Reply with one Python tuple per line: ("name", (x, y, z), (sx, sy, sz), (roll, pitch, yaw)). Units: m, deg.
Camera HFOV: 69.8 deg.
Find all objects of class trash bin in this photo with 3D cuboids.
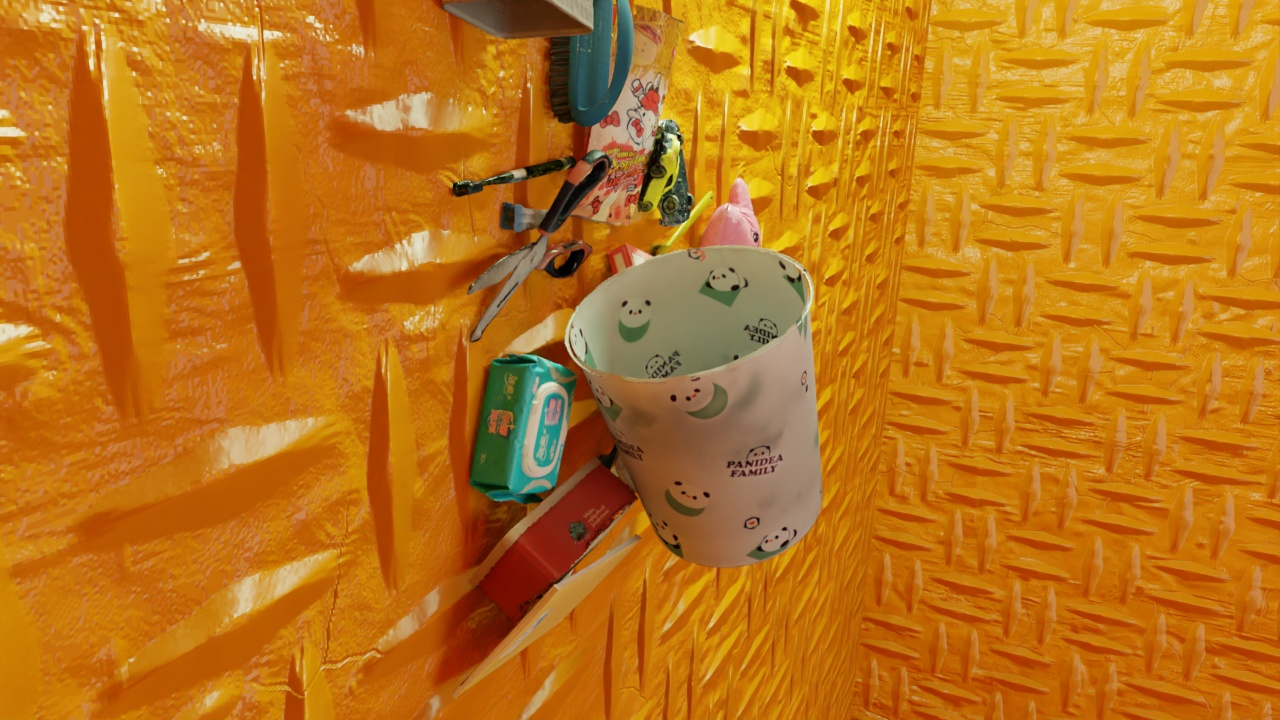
("trash bin", (0.071, 0.050, 0.902), (0.228, 0.230, 0.252), (-56, 140, -44))

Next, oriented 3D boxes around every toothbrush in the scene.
("toothbrush", (-0.014, 0.057, 1.067), (0.191, 0.018, 0.016), (-66, 147, -35))
("toothbrush", (-0.101, -0.159, 0.786), (0.185, 0.017, 0.012), (-36, 123, -59))
("toothbrush", (0.052, -0.168, 1.134), (0.189, 0.017, 0.016), (-53, 143, -50))

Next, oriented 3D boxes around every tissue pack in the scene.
("tissue pack", (-0.103, 0.062, 0.820), (0.093, 0.050, 0.133), (15, 85, -68))

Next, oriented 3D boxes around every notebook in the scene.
("notebook", (-0.080, 0.234, 0.862), (0.146, 0.010, 0.206), (-48, 167, 15))

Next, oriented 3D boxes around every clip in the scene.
("clip", (-0.099, -0.123, 0.801), (0.057, 0.036, 0.025), (-8, 104, -65))

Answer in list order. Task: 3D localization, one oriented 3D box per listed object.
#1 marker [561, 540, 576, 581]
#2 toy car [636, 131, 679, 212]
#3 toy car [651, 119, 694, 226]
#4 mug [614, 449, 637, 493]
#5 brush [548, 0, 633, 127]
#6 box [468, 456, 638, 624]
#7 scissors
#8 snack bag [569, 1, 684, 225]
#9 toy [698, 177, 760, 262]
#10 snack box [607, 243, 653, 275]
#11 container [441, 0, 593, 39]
("marker", (-0.069, 0.203, 0.990), (0.017, 0.017, 0.144), (75, 33, -43))
("toy car", (0.020, -0.197, 0.978), (0.105, 0.032, 0.048), (121, -21, -60))
("toy car", (0.032, -0.213, 1.047), (0.054, 0.037, 0.121), (-26, 112, -61))
("mug", (0.037, 0.097, 1.086), (0.124, 0.083, 0.103), (-55, 162, 22))
("brush", (-0.041, -0.279, 0.809), (0.055, 0.074, 0.144), (-12, 109, -58))
("box", (-0.072, 0.171, 0.857), (0.092, 0.078, 0.167), (-51, 172, 32))
("scissors", (-0.083, -0.102, 0.811), (0.189, 0.015, 0.226), (-65, 166, 10))
("snack bag", (-0.017, -0.239, 0.908), (0.128, 0.073, 0.208), (-13, 117, -65))
("toy", (0.111, -0.140, 1.198), (0.179, 0.075, 0.194), (72, 34, -61))
("snack box", (0.014, -0.079, 1.030), (0.152, 0.025, 0.075), (11, 60, -67))
("container", (-0.087, -0.310, 0.680), (0.090, 0.090, 0.114), (-5, 99, -66))
